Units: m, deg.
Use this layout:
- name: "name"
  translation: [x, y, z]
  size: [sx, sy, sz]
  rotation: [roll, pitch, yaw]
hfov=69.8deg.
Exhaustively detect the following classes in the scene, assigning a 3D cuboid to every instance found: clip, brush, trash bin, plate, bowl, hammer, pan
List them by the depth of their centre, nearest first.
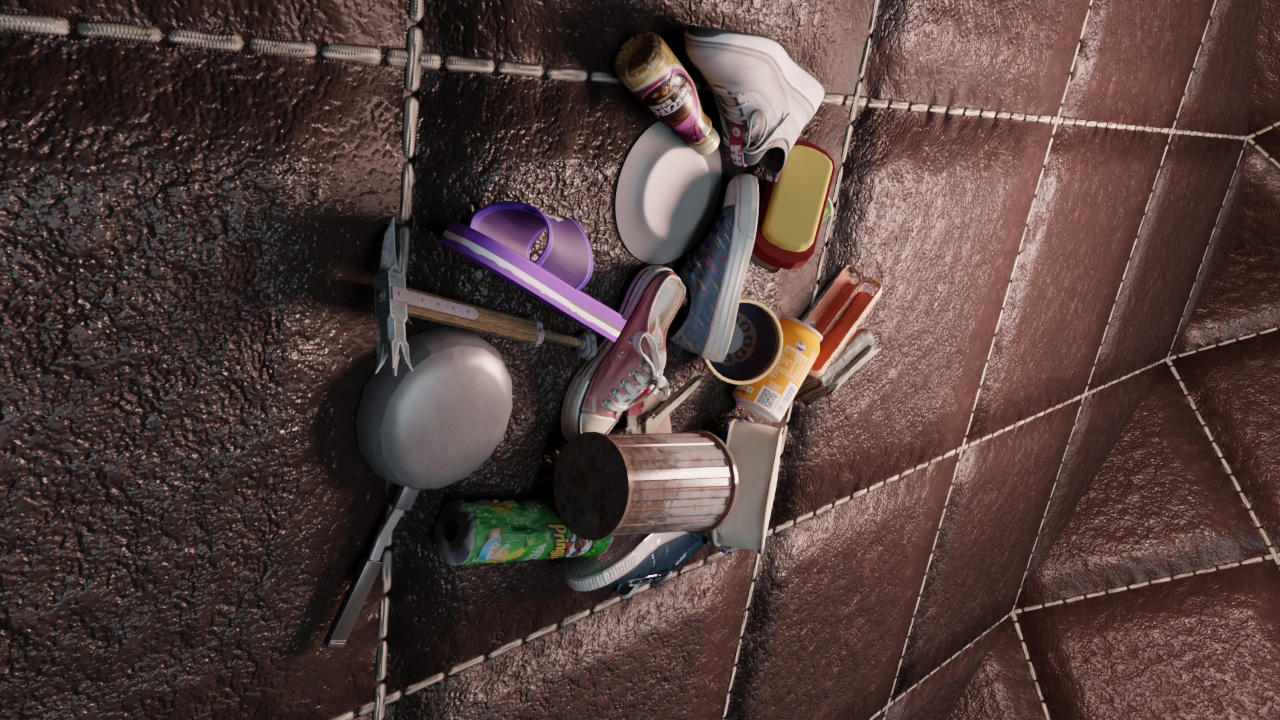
- name: "hammer"
  translation: [-0.144, -0.041, 0.944]
  size: [0.316, 0.028, 0.147]
  rotation: [14, 66, -55]
- name: "pan"
  translation: [-0.240, 0.136, 0.946]
  size: [0.178, 0.041, 0.357]
  rotation: [24, 92, -50]
- name: "plate"
  translation: [0.039, -0.199, 1.089]
  size: [0.178, 0.012, 0.179]
  rotation: [-23, 126, -37]
- name: "trash bin"
  translation: [0.014, 0.148, 1.105]
  size: [0.210, 0.131, 0.131]
  rotation: [6, 105, -47]
- name: "brush"
  translation: [0.197, -0.203, 1.170]
  size: [0.042, 0.082, 0.173]
  rotation: [130, -22, -72]
- name: "brush"
  translation: [0.010, 0.048, 1.190]
  size: [0.049, 0.015, 0.136]
  rotation: [-29, 123, -32]
- name: "bowl"
  translation: [0.126, -0.028, 1.225]
  size: [0.112, 0.061, 0.112]
  rotation: [-2, 98, -14]
- name: "clip"
  translation: [0.032, 0.291, 1.327]
  size: [0.171, 0.029, 0.141]
  rotation: [-42, 133, -22]

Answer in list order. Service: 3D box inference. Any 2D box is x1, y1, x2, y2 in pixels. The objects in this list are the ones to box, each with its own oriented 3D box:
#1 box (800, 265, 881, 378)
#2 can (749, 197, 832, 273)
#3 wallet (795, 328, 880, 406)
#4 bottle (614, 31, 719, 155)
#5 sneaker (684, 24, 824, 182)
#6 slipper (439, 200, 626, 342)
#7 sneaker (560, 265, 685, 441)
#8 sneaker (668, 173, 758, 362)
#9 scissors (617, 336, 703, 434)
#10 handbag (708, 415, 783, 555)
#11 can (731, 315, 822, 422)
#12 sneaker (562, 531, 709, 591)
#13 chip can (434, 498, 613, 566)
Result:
- name: "box"
  translation: [0.290, -0.062, 1.388]
  size: [0.186, 0.083, 0.043]
  rotation: [-52, 154, -16]
- name: "can"
  translation: [0.195, -0.180, 1.223]
  size: [0.120, 0.067, 0.067]
  rotation: [-47, 137, -18]
- name: "wallet"
  translation: [0.304, 0.012, 1.428]
  size: [0.131, 0.054, 0.101]
  rotation: [-44, 177, -23]
- name: "bottle"
  translation: [0.037, -0.284, 1.005]
  size: [0.059, 0.060, 0.166]
  rotation: [-59, 140, -6]
- name: "sneaker"
  translation: [0.120, -0.296, 1.056]
  size: [0.262, 0.097, 0.129]
  rotation: [13, 95, -56]
- name: "slipper"
  translation: [-0.090, -0.104, 0.931]
  size: [0.084, 0.107, 0.266]
  rotation: [-61, 146, -1]
- name: "sneaker"
  translation: [-0.006, 0.006, 1.086]
  size: [0.118, 0.088, 0.241]
  rotation: [22, 98, -50]
- name: "sneaker"
  translation: [0.089, -0.119, 1.142]
  size: [0.079, 0.087, 0.235]
  rotation: [12, 92, -6]
- name: "scissors"
  translation: [0.012, 0.058, 1.173]
  size: [0.179, 0.015, 0.194]
  rotation: [-9, 113, -39]
- name: "handbag"
  translation: [0.153, 0.183, 1.329]
  size: [0.199, 0.093, 0.200]
  rotation: [55, 44, -71]
- name: "can"
  translation: [0.197, 0.013, 1.316]
  size: [0.079, 0.079, 0.142]
  rotation: [36, 82, -49]
- name: "sneaker"
  translation: [-0.002, 0.258, 1.213]
  size: [0.235, 0.089, 0.087]
  rotation: [-20, 114, -35]
- name: "chip can"
  translation: [-0.131, 0.197, 1.068]
  size: [0.222, 0.075, 0.075]
  rotation: [9, 103, -48]
